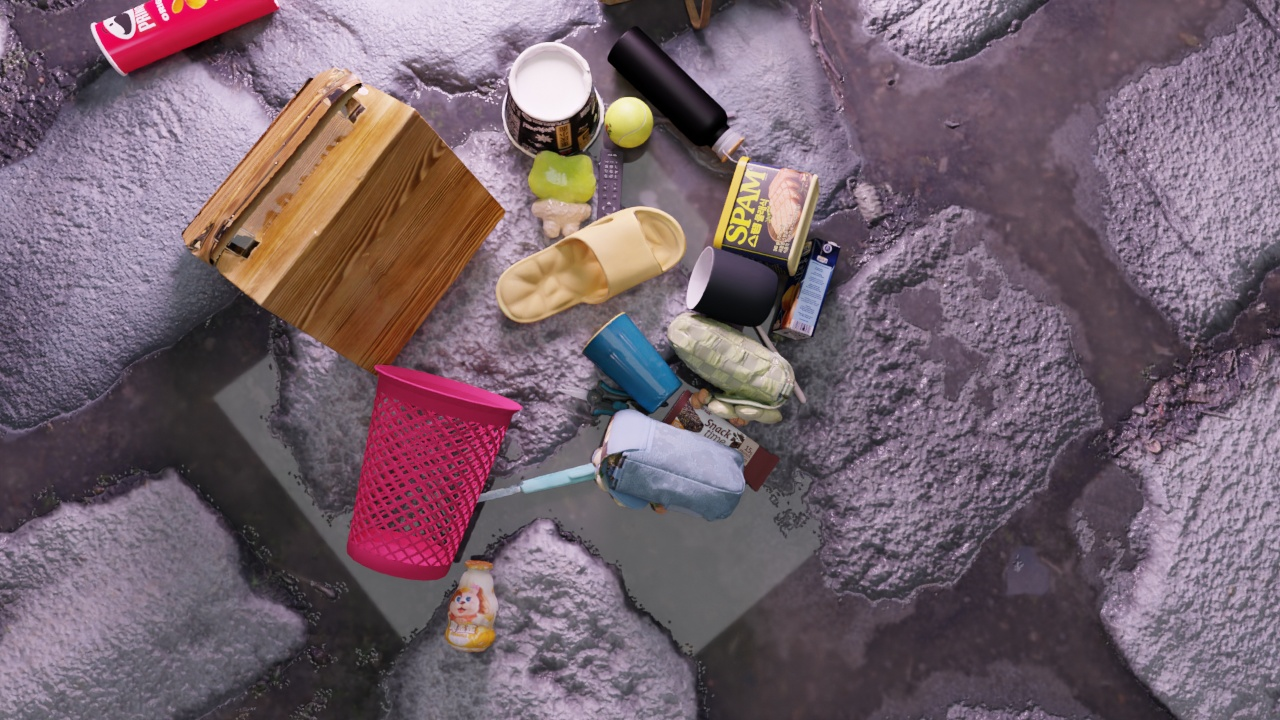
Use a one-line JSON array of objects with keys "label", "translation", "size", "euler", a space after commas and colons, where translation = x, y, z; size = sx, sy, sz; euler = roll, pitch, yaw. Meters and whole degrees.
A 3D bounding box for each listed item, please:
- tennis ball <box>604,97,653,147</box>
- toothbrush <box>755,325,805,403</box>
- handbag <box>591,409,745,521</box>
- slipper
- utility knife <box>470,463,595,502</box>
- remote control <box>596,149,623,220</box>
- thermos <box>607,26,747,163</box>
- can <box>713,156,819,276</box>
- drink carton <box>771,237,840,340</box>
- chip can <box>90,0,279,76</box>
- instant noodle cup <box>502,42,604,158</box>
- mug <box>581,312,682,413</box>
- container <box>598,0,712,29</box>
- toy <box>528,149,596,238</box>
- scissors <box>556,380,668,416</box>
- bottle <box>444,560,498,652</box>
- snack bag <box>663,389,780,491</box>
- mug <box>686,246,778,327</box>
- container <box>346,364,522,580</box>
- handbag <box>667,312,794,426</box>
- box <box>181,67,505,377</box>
[{"label": "tennis ball", "translation": [-0.015, -0.319, 1.230], "size": [0.065, 0.065, 0.065], "euler": [0, 85, -4]}, {"label": "toothbrush", "translation": [0.178, -0.022, 1.242], "size": [0.018, 0.016, 0.181], "euler": [-29, 87, -12]}, {"label": "handbag", "translation": [0.034, 0.145, 1.171], "size": [0.192, 0.121, 0.119], "euler": [20, 119, -7]}, {"label": "slipper", "translation": [-0.065, -0.125, 1.196], "size": [0.263, 0.078, 0.099], "euler": [-24, 99, -3]}, {"label": "utility knife", "translation": [-0.143, 0.164, 1.201], "size": [0.179, 0.016, 0.022], "euler": [-12, 85, -7]}, {"label": "remote control", "translation": [-0.043, -0.217, 1.244], "size": [0.032, 0.015, 0.136], "euler": [4, 87, -4]}, {"label": "thermos", "translation": [0.058, -0.349, 1.240], "size": [0.231, 0.061, 0.061], "euler": [44, 83, 1]}, {"label": "can", "translation": [0.168, -0.188, 1.212], "size": [0.104, 0.075, 0.135], "euler": [16, 83, 16]}, {"label": "drink carton", "translation": [0.221, -0.095, 1.227], "size": [0.040, 0.064, 0.130], "euler": [19, 83, -11]}, {"label": "chip can", "translation": [-0.591, -0.450, 1.199], "size": [0.220, 0.069, 0.069], "euler": [-26, 87, -6]}, {"label": "instant noodle cup", "translation": [-0.117, -0.343, 1.202], "size": [0.137, 0.112, 0.137], "euler": [0, 85, -3]}, {"label": "mug", "translation": [-0.007, 0.007, 1.191], "size": [0.078, 0.078, 0.121], "euler": [-43, 86, -7]}, {"label": "container", "translation": [0.061, -0.548, 1.215], "size": [0.250, 0.158, 0.186], "euler": [-16, 75, -6]}, {"label": "toy", "translation": [-0.105, -0.221, 1.224], "size": [0.092, 0.046, 0.115], "euler": [2, 95, -15]}, {"label": "scissors", "translation": [-0.034, 0.062, 1.216], "size": [0.128, 0.019, 0.140], "euler": [-31, 88, -8]}, {"label": "bottle", "translation": [-0.211, 0.309, 1.159], "size": [0.063, 0.063, 0.108], "euler": [6, 84, -4]}, {"label": "snack bag", "translation": [0.109, 0.107, 1.223], "size": [0.158, 0.013, 0.057], "euler": [37, 82, -3]}, {"label": "mug", "translation": [0.113, -0.085, 1.192], "size": [0.094, 0.122, 0.085], "euler": [17, 65, -13]}, {"label": "container", "translation": [-0.266, 0.140, 1.125], "size": [0.183, 0.183, 0.226], "euler": [17, 91, -3]}, {"label": "handbag", "translation": [0.109, 0.018, 1.192], "size": [0.186, 0.113, 0.117], "euler": [29, 92, 2]}, {"label": "box", "translation": [-0.408, -0.205, 1.129], "size": [0.315, 0.282, 0.279], "euler": [34, 83, 27]}]
